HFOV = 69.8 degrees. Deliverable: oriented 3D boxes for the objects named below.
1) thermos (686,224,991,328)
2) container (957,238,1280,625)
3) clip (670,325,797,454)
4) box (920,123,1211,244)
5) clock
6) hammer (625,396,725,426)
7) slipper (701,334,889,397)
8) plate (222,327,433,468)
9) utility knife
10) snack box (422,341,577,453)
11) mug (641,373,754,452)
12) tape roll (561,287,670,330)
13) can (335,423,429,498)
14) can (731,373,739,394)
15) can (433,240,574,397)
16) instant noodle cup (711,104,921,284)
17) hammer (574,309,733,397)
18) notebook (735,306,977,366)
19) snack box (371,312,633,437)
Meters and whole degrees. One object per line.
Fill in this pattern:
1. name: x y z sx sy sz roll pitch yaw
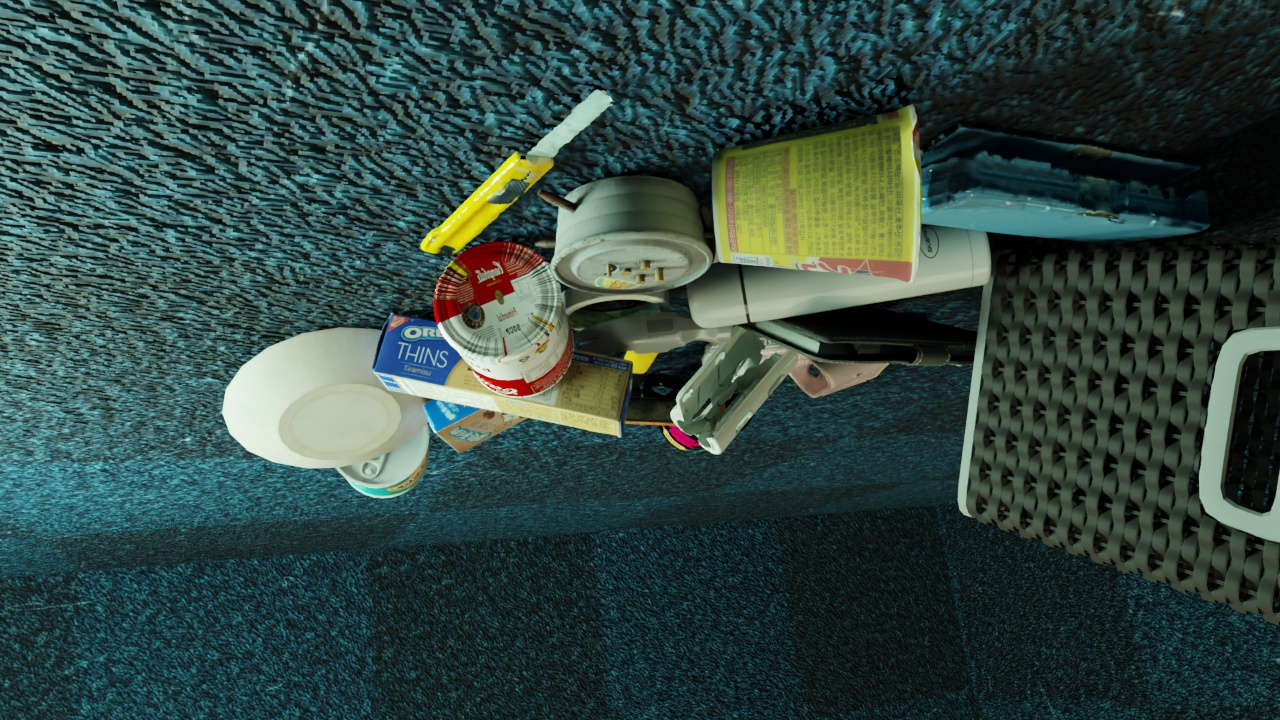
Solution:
1. thermos: 0.148 -0.065 0.706 0.224 0.052 0.052 -9 165 8
2. container: 0.421 0.035 0.704 0.245 0.247 0.244 0 -173 -42
3. clip: 0.094 0.038 0.870 0.126 0.099 0.152 -46 149 -18
4. box: 0.275 -0.116 0.624 0.231 0.054 0.093 1 180 -25
5. clock: 0.007 -0.078 0.597 0.148 0.056 0.104 -2 164 -8
6. hammer: -0.067 0.054 0.981 0.314 0.035 0.138 2 167 3
7. slipper: 0.184 0.004 0.952 0.239 0.064 0.094 -5 165 0
8. plate: -0.271 0.046 0.822 0.188 0.027 0.189 -15 141 -12
9. utility knife: -0.080 -0.105 0.544 0.030 0.019 0.218 -6 165 -38
10. snack box: -0.124 0.032 0.878 0.151 0.034 0.087 -27 162 -4
11. mug: 0.059 0.049 1.054 0.118 0.081 0.098 25 157 -10
12. tape roll: -0.023 -0.046 0.767 0.094 0.018 0.094 -7 165 -2
13. can: -0.277 0.092 0.980 0.099 0.099 0.144 -3 168 -13
14. can: 0.109 0.019 1.007 0.080 0.031 0.032 -13 168 -22
15. can: -0.096 -0.027 0.675 0.086 0.086 0.116 -7 165 -1
16. instant noodle cup: 0.102 -0.091 0.533 0.112 0.100 0.100 -3 166 13
17. hammer: -0.005 0.005 0.895 0.127 0.029 0.324 -4 169 -8
18. notebook: 0.190 -0.025 0.785 0.208 0.029 0.169 -1 -164 -28
19. snack box: -0.111 0.011 0.758 0.207 0.057 0.056 12 162 3
